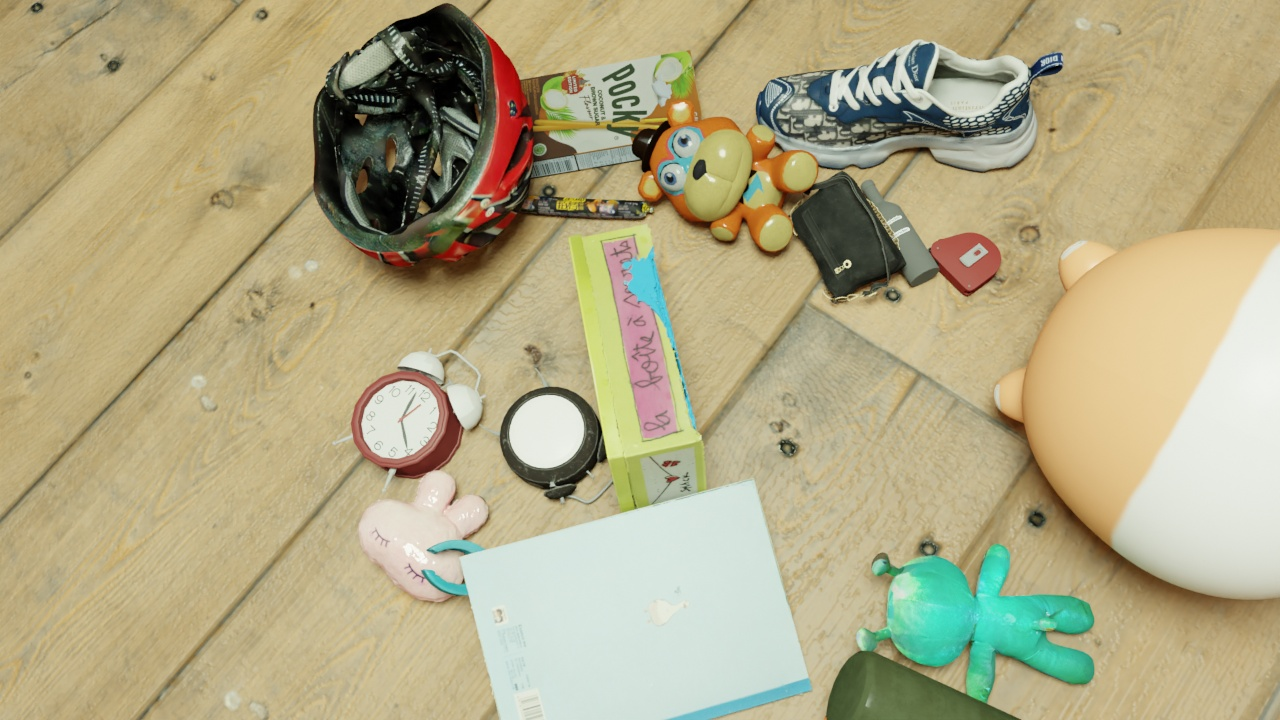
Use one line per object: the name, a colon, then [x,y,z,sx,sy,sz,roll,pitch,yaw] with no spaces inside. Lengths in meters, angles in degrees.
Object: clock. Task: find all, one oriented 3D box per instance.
clock: [-0.207,0.050,0.846,0.096,0.048,0.137,38,80,18]
clock: [-0.077,0.072,0.825,0.123,0.044,0.091,41,79,18]

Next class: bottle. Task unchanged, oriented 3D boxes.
bottle: [0.245,0.290,0.685,0.207,0.071,0.071,25,74,-2]
bottle: [0.240,-0.124,0.867,0.030,0.030,0.113,-24,69,-3]

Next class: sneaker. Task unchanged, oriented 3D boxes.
sneaker: [0.243,-0.252,0.859,0.269,0.132,0.103,6,73,10]

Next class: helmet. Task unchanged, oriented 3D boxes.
helmet: [-0.198,-0.201,0.868,0.218,0.167,0.271,-26,59,18]

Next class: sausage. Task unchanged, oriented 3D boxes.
sausage: [-0.063,-0.154,0.919,0.155,0.020,0.020,5,71,8]

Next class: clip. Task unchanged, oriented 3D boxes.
clip: [-0.122,0.173,0.779,0.120,0.027,0.103,15,69,-17]

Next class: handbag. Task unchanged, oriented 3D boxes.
handbag: [0.186,-0.114,0.852,0.079,0.054,0.128,-36,65,26]

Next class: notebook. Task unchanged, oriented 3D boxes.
notebook: [-0.005,0.216,0.751,0.253,0.009,0.181,-14,85,-2]

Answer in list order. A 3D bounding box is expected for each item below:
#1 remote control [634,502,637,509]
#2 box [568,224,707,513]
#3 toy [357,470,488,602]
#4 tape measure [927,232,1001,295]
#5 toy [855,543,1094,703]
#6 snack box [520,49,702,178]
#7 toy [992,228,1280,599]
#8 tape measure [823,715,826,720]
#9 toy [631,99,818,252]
remote control: [0.023,0.142,0.796,0.060,0.028,0.114,-25,70,-3]
box: [-0.005,0.005,0.785,0.080,0.124,0.220,-13,61,-2]
toy: [-0.187,0.150,0.808,0.108,0.053,0.105,35,65,8]
tape measure: [0.304,-0.096,0.855,0.051,0.019,0.059,-36,70,-7]
toy: [0.267,0.205,0.727,0.193,0.072,0.130,11,71,1]
snack box: [-0.032,-0.253,0.945,0.186,0.032,0.101,-9,69,3]
toy: [0.419,0.029,0.677,0.281,0.265,0.263,32,108,34]
tape measure: [0.157,0.312,0.716,0.058,0.038,0.058,36,64,17]
toy: [0.075,-0.177,0.874,0.176,0.096,0.112,26,107,20]
